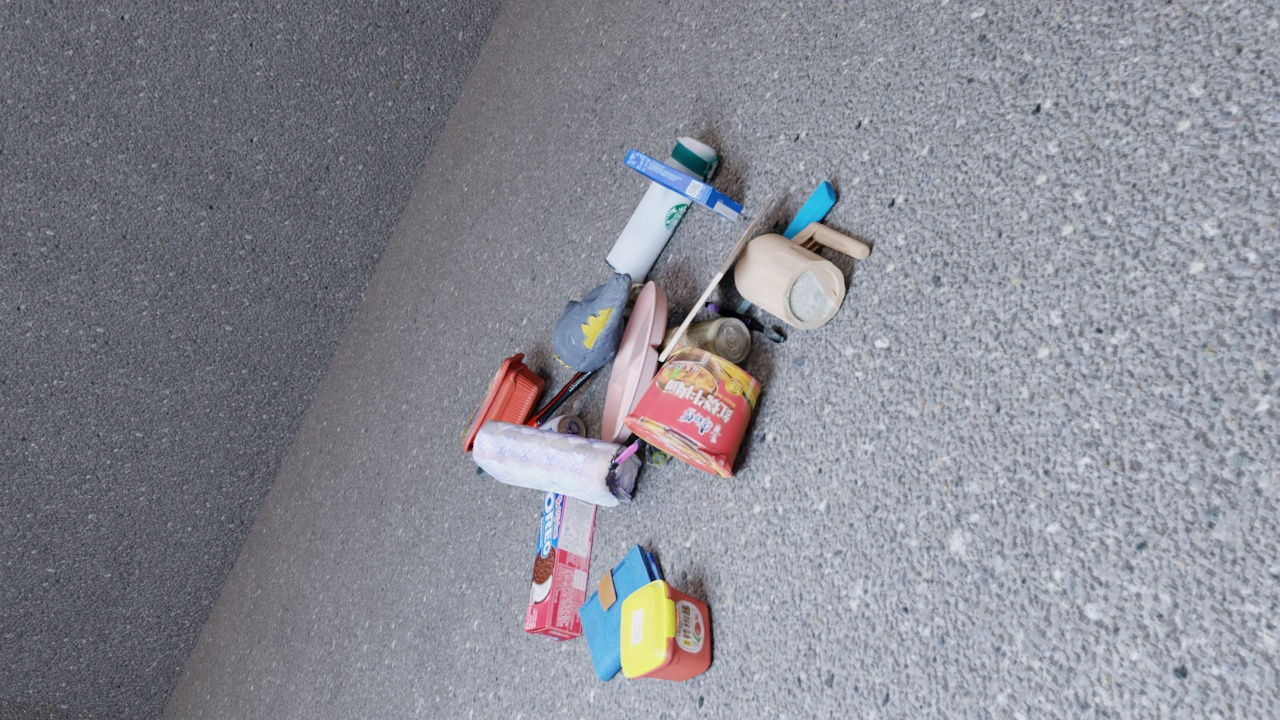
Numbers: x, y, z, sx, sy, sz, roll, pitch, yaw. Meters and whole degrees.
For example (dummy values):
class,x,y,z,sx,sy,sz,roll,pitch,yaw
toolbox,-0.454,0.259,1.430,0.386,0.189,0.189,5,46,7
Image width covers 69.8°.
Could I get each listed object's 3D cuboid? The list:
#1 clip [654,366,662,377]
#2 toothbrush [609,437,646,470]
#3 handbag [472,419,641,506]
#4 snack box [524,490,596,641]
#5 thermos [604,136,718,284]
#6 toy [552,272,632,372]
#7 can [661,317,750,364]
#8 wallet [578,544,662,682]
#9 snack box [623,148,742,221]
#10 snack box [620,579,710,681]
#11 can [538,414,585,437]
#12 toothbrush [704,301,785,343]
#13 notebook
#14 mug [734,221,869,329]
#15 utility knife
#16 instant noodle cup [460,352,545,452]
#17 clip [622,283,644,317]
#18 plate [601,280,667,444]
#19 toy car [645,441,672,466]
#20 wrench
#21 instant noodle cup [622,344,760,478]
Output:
class,x,y,z,sx,sy,sz,roll,pitch,yaw
clip,0.043,0.007,1.213,0.057,0.031,0.025,-46,36,24
toothbrush,0.035,0.070,1.099,0.189,0.014,0.018,-41,37,-16
handbag,-0.103,0.134,1.176,0.194,0.134,0.075,8,71,20
snack box,-0.103,0.264,1.226,0.057,0.058,0.207,-28,46,45
thermos,0.034,-0.223,1.355,0.224,0.073,0.073,-57,30,14
toy,-0.075,-0.051,1.333,0.357,0.091,0.138,180,105,-76
can,0.079,-0.019,1.130,0.116,0.058,0.058,-7,63,58
wallet,-0.021,0.296,1.085,0.133,0.040,0.106,-52,36,23
snack box,0.057,-0.239,1.245,0.157,0.084,0.026,34,100,35
snack box,0.027,0.288,0.963,0.082,0.080,0.091,-38,39,39
can,-0.139,0.120,1.397,0.135,0.053,0.053,-24,49,51
toothbrush,0.122,-0.050,1.123,0.014,0.016,0.189,-62,29,3
notebook,0.093,-0.100,1.094,0.148,0.008,0.207,-56,-1,41
mug,0.180,-0.099,1.015,0.124,0.084,0.103,-38,31,-5
utility knife,0.169,-0.127,1.103,0.199,0.018,0.034,-54,33,27
instant noodle cup,-0.217,0.075,1.498,0.164,0.079,0.188,-63,2,6
clip,-0.006,-0.093,1.358,0.093,0.035,0.103,-63,21,14
plate,-0.007,0.007,1.220,0.229,0.028,0.229,-166,91,-81
toy car,0.039,0.094,1.135,0.091,0.035,0.042,-51,30,21
wrench,-0.144,0.080,1.382,0.273,0.016,0.056,-44,20,-4
instant noodle cup,0.064,0.054,1.035,0.138,0.138,0.108,7,66,60
